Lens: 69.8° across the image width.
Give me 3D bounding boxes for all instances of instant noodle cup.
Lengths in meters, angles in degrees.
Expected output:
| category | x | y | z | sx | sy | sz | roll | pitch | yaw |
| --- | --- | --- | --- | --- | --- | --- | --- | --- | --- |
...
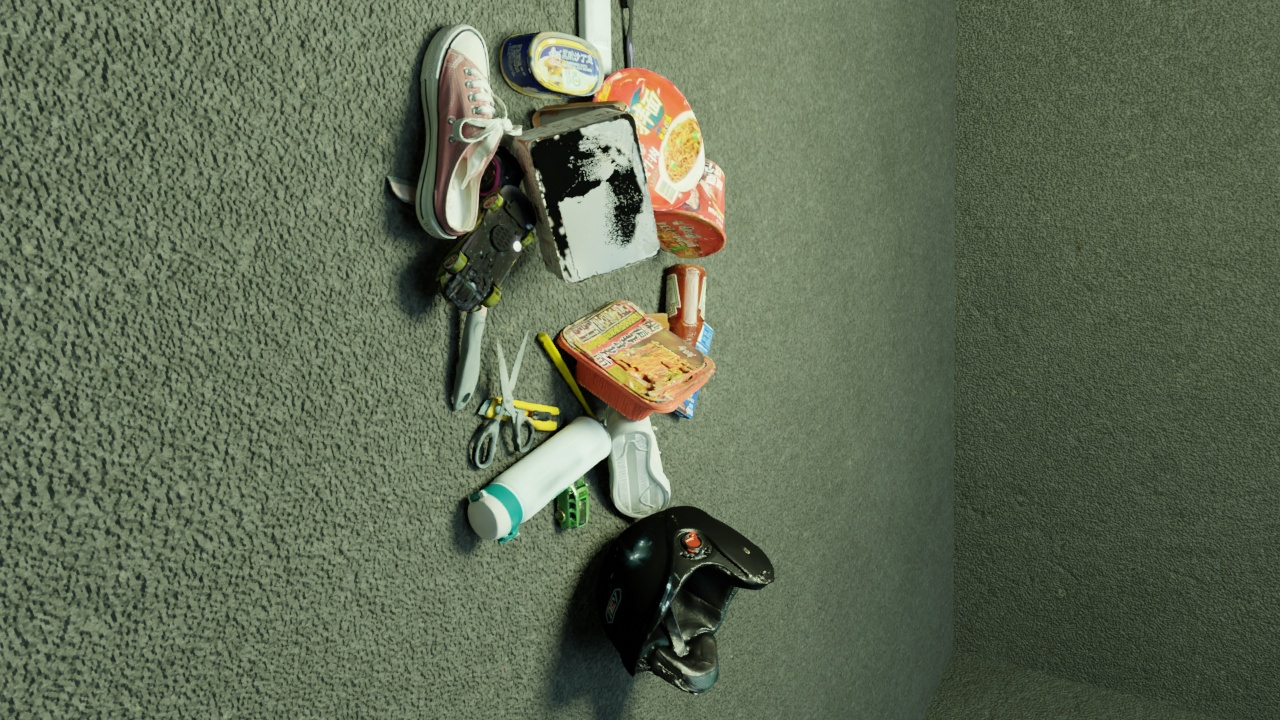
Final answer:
| category | x | y | z | sx | sy | sz | roll | pitch | yaw |
| --- | --- | --- | --- | --- | --- | --- | --- | --- | --- |
| instant noodle cup | -0.007 | 0.007 | 1.248 | 0.164 | 0.189 | 0.079 | -34 | 152 | -49 |
| instant noodle cup | 0.063 | -0.227 | 1.334 | 0.138 | 0.138 | 0.108 | 39 | 55 | -53 |
| instant noodle cup | -0.005 | -0.288 | 1.233 | 0.193 | 0.066 | 0.193 | 7 | 79 | -37 |

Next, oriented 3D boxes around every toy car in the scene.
| category | x | y | z | sx | sy | sz | roll | pitch | yaw |
| --- | --- | --- | --- | --- | --- | --- | --- | --- | --- |
| toy car | -0.092 | 0.185 | 1.249 | 0.043 | 0.036 | 0.091 | -19 | 107 | -54 |
| toy car | -0.166 | -0.123 | 1.005 | 0.070 | 0.042 | 0.157 | 50 | 57 | -37 |

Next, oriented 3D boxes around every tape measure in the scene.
| category | x | y | z | sx | sy | sz | roll | pitch | yaw |
| --- | --- | --- | --- | --- | --- | --- | --- | --- | --- |
| tape measure | -0.165 | -0.211 | 1.040 | 0.039 | 0.058 | 0.057 | -11 | 62 | -50 |

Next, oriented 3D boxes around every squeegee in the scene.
| category | x | y | z | sx | sy | sz | roll | pitch | yaw |
| --- | --- | --- | --- | --- | --- | --- | --- | --- | --- |
| squeegee | -0.190 | -0.065 | 1.046 | 0.247 | 0.040 | 0.249 | 0 | 96 | -58 |

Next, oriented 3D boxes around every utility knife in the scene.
| category | x | y | z | sx | sy | sz | roll | pitch | yaw |
| --- | --- | --- | --- | --- | --- | --- | --- | --- | --- |
| utility knife | -0.147 | 0.069 | 1.158 | 0.164 | 0.015 | 0.033 | 15 | 80 | -57 |

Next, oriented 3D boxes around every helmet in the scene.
| category | x | y | z | sx | sy | sz | roll | pitch | yaw |
| --- | --- | --- | --- | --- | --- | --- | --- | --- | --- |
| helmet | 0.047 | 0.330 | 1.319 | 0.274 | 0.230 | 0.234 | -7 | 126 | -51 |

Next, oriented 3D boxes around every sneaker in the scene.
| category | x | y | z | sx | sy | sz | roll | pitch | yaw |
| --- | --- | --- | --- | --- | --- | --- | --- | --- | --- |
| sneaker | -0.012 | 0.139 | 1.333 | 0.243 | 0.089 | 0.090 | 79 | -3 | -49 |
| sneaker | -0.178 | -0.247 | 0.970 | 0.118 | 0.088 | 0.240 | 24 | 66 | -57 |

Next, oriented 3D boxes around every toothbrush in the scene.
| category | x | y | z | sx | sy | sz | roll | pitch | yaw |
| --- | --- | --- | --- | --- | --- | --- | --- | --- | --- |
| toothbrush | -0.095 | 0.033 | 1.234 | 0.016 | 0.016 | 0.190 | -55 | 138 | -28 |
| toothbrush | -0.017 | -0.425 | 1.283 | 0.014 | 0.017 | 0.189 | -19 | 115 | -43 |

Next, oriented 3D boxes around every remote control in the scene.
| category | x | y | z | sx | sy | sz | roll | pitch | yaw |
| --- | --- | --- | --- | --- | --- | --- | --- | --- | --- |
| remote control | -0.060 | -0.421 | 1.203 | 0.055 | 0.020 | 0.136 | -17 | 110 | -57 |

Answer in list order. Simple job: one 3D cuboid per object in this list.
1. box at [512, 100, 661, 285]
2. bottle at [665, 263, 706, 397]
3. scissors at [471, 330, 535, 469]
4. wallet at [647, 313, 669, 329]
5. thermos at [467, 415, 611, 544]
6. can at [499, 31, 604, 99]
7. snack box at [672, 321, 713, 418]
| category | x | y | z | sx | sy | sz | roll | pitch | yaw |
| --- | --- | --- | --- | --- | --- | --- | --- | --- | --- |
| box | -0.071 | -0.214 | 1.107 | 0.153 | 0.181 | 0.183 | -21 | 116 | -17 |
| bottle | 0.068 | -0.045 | 1.421 | 0.059 | 0.060 | 0.206 | 9 | 83 | -58 |
| scissors | -0.160 | 0.054 | 1.103 | 0.175 | 0.014 | 0.159 | -57 | 146 | -14 |
| wallet | 0.012 | -0.005 | 1.378 | 0.118 | 0.035 | 0.131 | -7 | 103 | -57 |
| thermos | -0.125 | 0.149 | 1.157 | 0.223 | 0.073 | 0.073 | -36 | 125 | -48 |
| can | -0.105 | -0.358 | 1.117 | 0.147 | 0.049 | 0.074 | -13 | 106 | -56 |
| snack box | 0.073 | 0.008 | 1.484 | 0.084 | 0.026 | 0.157 | 34 | 67 | -54 |
